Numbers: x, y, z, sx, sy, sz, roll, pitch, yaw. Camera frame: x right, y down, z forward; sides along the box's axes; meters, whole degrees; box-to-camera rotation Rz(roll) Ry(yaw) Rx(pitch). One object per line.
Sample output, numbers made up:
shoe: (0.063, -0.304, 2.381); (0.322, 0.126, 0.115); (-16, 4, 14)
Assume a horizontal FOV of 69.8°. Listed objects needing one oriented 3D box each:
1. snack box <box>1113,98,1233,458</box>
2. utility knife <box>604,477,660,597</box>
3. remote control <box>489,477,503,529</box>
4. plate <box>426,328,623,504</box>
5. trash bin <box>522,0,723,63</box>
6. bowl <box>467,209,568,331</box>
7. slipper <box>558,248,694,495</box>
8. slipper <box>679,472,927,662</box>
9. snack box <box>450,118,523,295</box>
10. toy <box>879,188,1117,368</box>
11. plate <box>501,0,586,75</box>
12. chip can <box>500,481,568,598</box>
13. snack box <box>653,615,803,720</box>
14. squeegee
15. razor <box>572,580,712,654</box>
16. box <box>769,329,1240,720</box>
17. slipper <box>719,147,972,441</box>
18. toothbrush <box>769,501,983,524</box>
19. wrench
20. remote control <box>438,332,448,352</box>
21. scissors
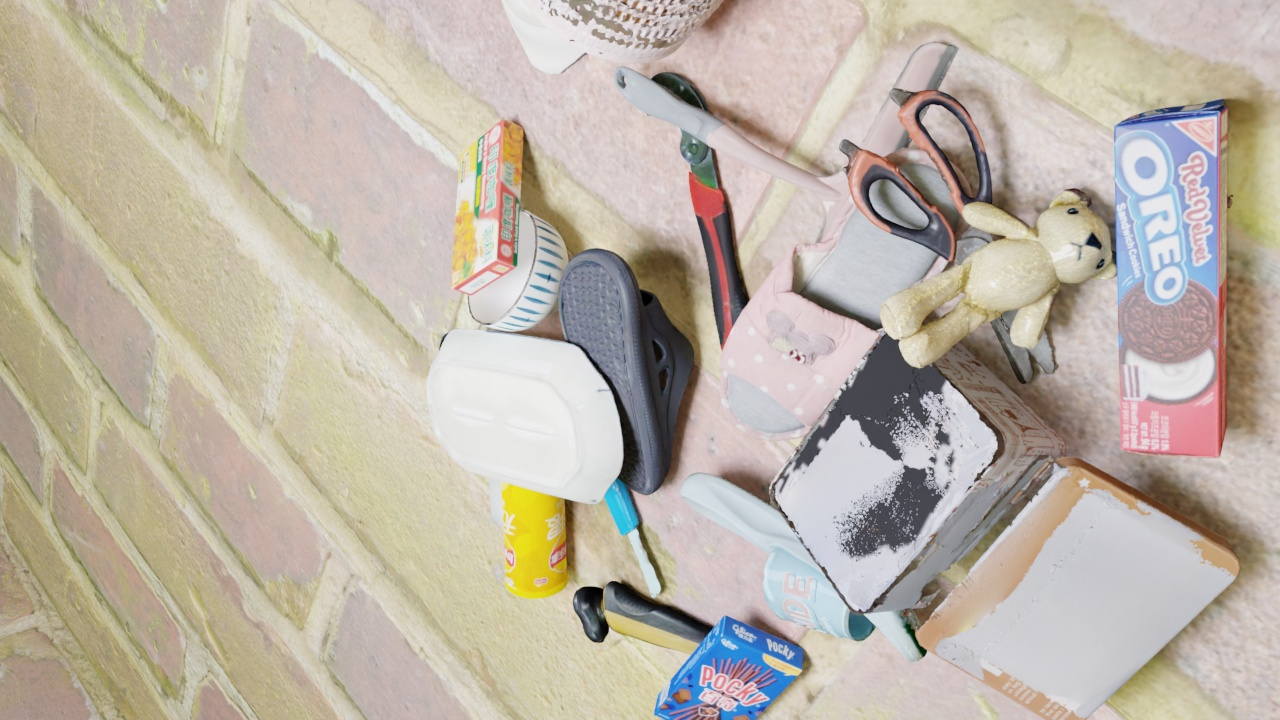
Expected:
snack box: (0.323, -0.048, 0.557); (0.057, 0.058, 0.207); (2, 107, 36)
utility knife: (-0.023, 0.144, 0.942); (0.034, 0.018, 0.216); (-21, 91, 41)
remote control: (-0.148, 0.133, 1.043); (0.056, 0.019, 0.135); (15, 115, 35)
plate: (-0.127, 0.055, 0.890); (0.266, 0.034, 0.162); (9, 111, 40)
trash bin: (0.006, -0.325, 0.632); (0.227, 0.226, 0.193); (55, 144, 10)
bowl: (-0.109, -0.080, 0.886); (0.117, 0.066, 0.116); (-24, 58, 44)
slipper: (-0.005, 0.005, 0.847); (0.111, 0.083, 0.268); (30, 141, 41)
slipper: (0.124, 0.176, 0.769); (0.245, 0.104, 0.074); (30, 80, 32)
snack box: (-0.147, -0.147, 0.883); (0.077, 0.027, 0.155); (-23, 59, 42)
toy: (0.228, -0.050, 0.587); (0.157, 0.066, 0.105); (-29, 94, 0)
plate: (-0.077, -0.350, 0.795); (0.164, 0.034, 0.164); (-24, 89, 42)
chip can: (-0.115, 0.147, 0.987); (0.072, 0.071, 0.213); (15, 114, 35)
snack box: (0.083, 0.313, 0.889); (0.084, 0.026, 0.157); (25, 127, -5)
squeegee: (0.071, -0.172, 0.716); (0.250, 0.040, 0.248); (33, 125, 19)
razor: (0.007, 0.275, 0.947); (0.168, 0.062, 0.067); (10, 81, 31)
box: (0.234, 0.117, 0.636); (0.274, 0.124, 0.179); (41, 119, 21)
slipper: (0.146, -0.036, 0.693); (0.114, 0.054, 0.275); (37, 123, 5)
toothbrush: (0.187, 0.123, 0.761); (0.190, 0.020, 0.029); (-6, 134, 42)
wrench: (0.059, -0.111, 0.781); (0.056, 0.016, 0.273); (-11, 99, 39)
remote control: (-0.206, 0.035, 1.051); (0.053, 0.024, 0.136); (-4, 103, 42)
scissors: (0.212, -0.075, 0.628); (0.197, 0.015, 0.206); (8, 107, 4)
